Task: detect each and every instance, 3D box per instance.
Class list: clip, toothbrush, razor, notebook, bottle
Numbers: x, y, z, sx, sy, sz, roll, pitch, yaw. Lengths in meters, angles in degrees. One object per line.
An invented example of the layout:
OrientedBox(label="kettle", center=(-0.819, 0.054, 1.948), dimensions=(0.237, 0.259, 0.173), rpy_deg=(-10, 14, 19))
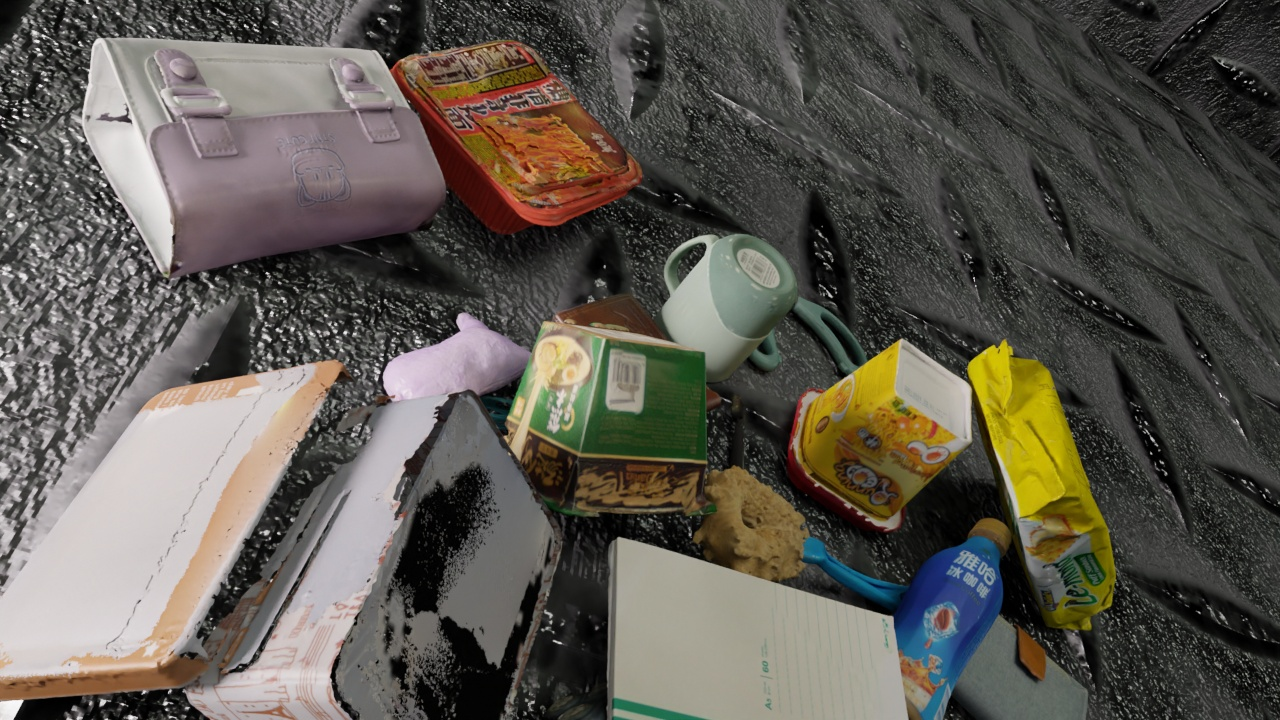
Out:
OrientedBox(label="clip", center=(-0.087, 0.039, 0.638), dimensions=(0.056, 0.014, 0.045), rpy_deg=(13, 45, -24))
OrientedBox(label="toothbrush", center=(0.071, 0.106, 0.685), dimensions=(0.212, 0.026, 0.027), rpy_deg=(-82, 153, -45))
OrientedBox(label="razor", center=(0.020, 0.240, 0.508), dimensions=(0.167, 0.062, 0.067), rpy_deg=(40, 70, -7))
OrientedBox(label="notebook", center=(0.074, 0.195, 0.529), dimensions=(0.209, 0.012, 0.150), rpy_deg=(20, 45, -21))
OrientedBox(label="bottle", center=(0.222, 0.188, 0.675), dimensions=(0.065, 0.065, 0.218), rpy_deg=(46, 48, 7))

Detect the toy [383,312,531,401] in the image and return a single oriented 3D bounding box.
OrientedBox(label="toy", center=(-0.126, 0.004, 0.621), dimensions=(0.084, 0.039, 0.107), rpy_deg=(31, 40, 23))

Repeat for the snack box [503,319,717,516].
OrientedBox(label="snack box", center=(-0.019, 0.033, 0.585), dimensions=(0.118, 0.105, 0.118), rpy_deg=(5, 7, -35))

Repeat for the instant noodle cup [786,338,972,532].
OrientedBox(label="instant noodle cup", center=(0.198, 0.058, 0.751), dimensions=(0.116, 0.124, 0.115), rpy_deg=(33, 41, -8))

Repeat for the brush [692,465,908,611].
OrientedBox(label="brush", center=(0.132, 0.147, 0.668), dimensions=(0.254, 0.046, 0.083), rpy_deg=(29, 37, -34))

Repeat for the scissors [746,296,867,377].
OrientedBox(label="scissors", center=(0.156, -0.030, 0.882), dimensions=(0.181, 0.019, 0.169), rpy_deg=(29, 40, -11))

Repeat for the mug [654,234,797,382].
OrientedBox(label="mug", center=(0.065, -0.056, 0.767), dimensions=(0.082, 0.107, 0.111), rpy_deg=(-13, 62, -42))

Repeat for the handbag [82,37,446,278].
OrientedBox(label="handbag", center=(-0.248, -0.143, 0.625), dimensions=(0.196, 0.099, 0.145), rpy_deg=(-18, 71, -44))

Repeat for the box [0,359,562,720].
OrientedBox(label="box", center=(-0.167, 0.118, 0.460), dimensions=(0.180, 0.198, 0.157), rpy_deg=(-78, 152, -47))

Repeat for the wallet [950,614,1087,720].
OrientedBox(label="wallet", center=(0.292, 0.251, 0.714), dimensions=(0.129, 0.037, 0.106), rpy_deg=(42, 41, 3))

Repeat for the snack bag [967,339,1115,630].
OrientedBox(label="snack bag", center=(0.338, 0.108, 0.770), dimensions=(0.246, 0.068, 0.157), rpy_deg=(54, 24, -44))

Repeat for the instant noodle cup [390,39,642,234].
OrientedBox(label="instant noodle cup", center=(-0.105, -0.180, 0.772), dimensions=(0.189, 0.079, 0.164), rpy_deg=(46, 41, 9))

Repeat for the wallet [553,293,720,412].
OrientedBox(label="wallet", center=(-0.004, 0.004, 0.720), dimensions=(0.124, 0.032, 0.101), rpy_deg=(51, 39, 12))
